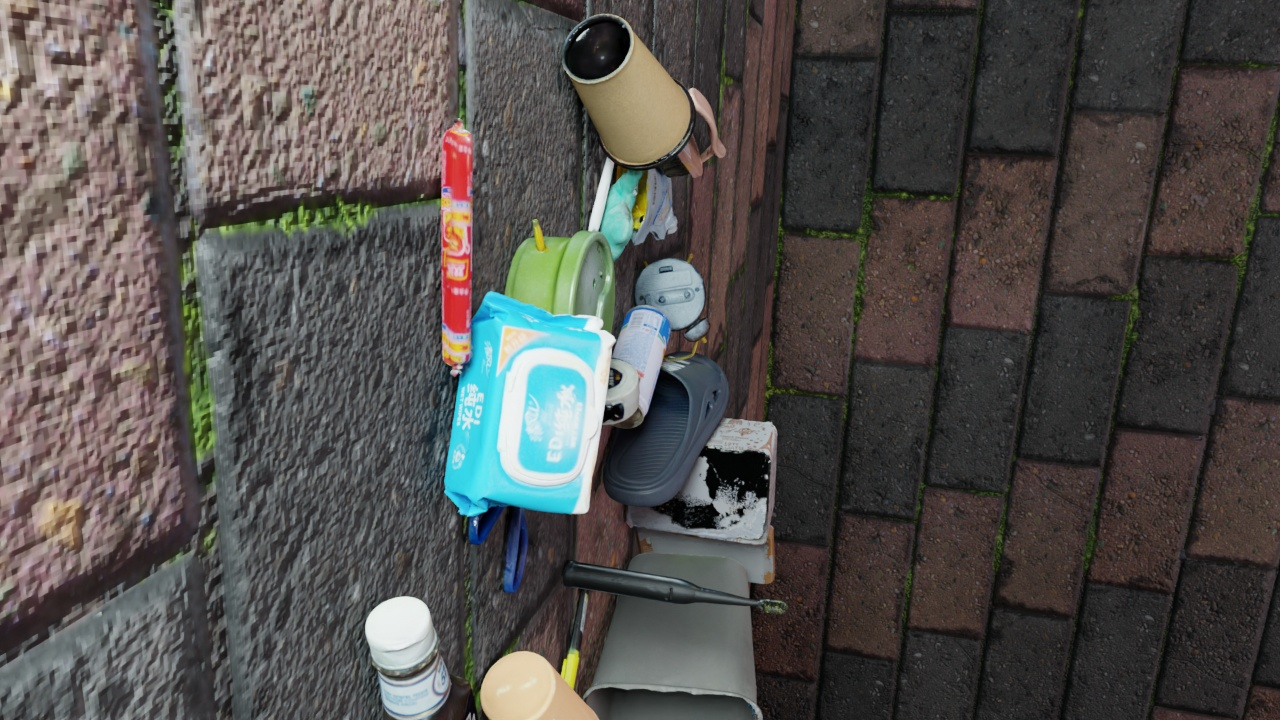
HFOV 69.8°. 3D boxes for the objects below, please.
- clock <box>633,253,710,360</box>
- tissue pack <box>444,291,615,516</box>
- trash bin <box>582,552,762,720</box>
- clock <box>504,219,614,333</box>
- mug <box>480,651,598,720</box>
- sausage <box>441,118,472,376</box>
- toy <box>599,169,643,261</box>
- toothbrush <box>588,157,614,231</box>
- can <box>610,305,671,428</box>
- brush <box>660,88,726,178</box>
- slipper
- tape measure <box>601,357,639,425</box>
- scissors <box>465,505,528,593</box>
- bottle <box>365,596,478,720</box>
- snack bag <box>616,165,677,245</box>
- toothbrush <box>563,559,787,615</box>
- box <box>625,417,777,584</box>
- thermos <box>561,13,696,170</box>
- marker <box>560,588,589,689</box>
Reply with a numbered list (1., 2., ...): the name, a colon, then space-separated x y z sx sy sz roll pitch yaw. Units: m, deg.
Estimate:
1. clock: 0.037 -0.060 1.053 0.055 0.082 0.122 22 61 -82
2. tissue pack: -0.071 0.033 0.594 0.090 0.063 0.140 12 84 -33
3. trash bin: 0.050 0.363 1.091 0.219 0.199 0.199 -76 166 -54
4. clock: -0.057 -0.039 0.716 0.161 0.056 0.116 45 53 -73
5. mug: -0.081 0.284 0.728 0.123 0.078 0.078 73 25 -48
6. sausage: -0.110 -0.065 0.552 0.020 0.020 0.156 -42 136 -71
7. toy: -0.019 -0.144 0.869 0.097 0.030 0.091 130 -30 -54
8. toothbrush: -0.025 -0.191 0.878 0.016 0.016 0.179 66 32 -57
9. can: -0.006 0.006 0.967 0.053 0.053 0.134 82 19 -46
10. brush: 0.042 -0.225 0.916 0.145 0.073 0.063 27 49 -69
11. slipper: 0.030 0.052 1.033 0.267 0.111 0.083 -62 152 -51
12. tape measure: -0.034 0.028 0.826 0.065 0.066 0.034 -69 162 -49
13. scissors: -0.097 0.100 0.705 0.175 0.012 0.162 -52 145 -69
14. bottle: -0.128 0.223 0.553 0.079 0.044 0.195 -67 158 -55
15. snack bag: 0.013 -0.184 0.998 0.190 0.039 0.110 -38 123 -73
16. toothbrush: 0.031 0.217 0.863 0.027 0.213 0.026 3 93 -76
17. box: 0.078 0.189 1.138 0.106 0.178 0.272 -68 159 -50
18. thermos: -0.012 -0.226 0.780 0.143 0.093 0.093 35 61 -65
19. marker: -0.066 0.278 0.920 0.018 0.015 0.124 75 21 -59
